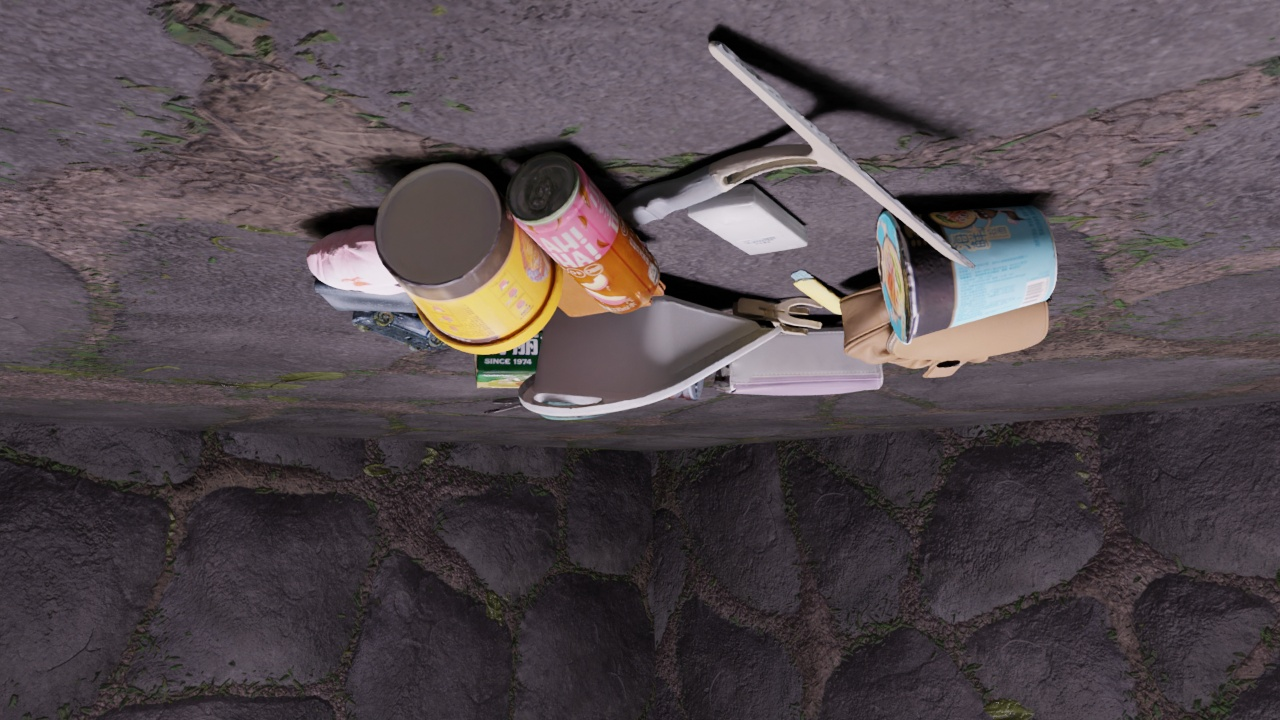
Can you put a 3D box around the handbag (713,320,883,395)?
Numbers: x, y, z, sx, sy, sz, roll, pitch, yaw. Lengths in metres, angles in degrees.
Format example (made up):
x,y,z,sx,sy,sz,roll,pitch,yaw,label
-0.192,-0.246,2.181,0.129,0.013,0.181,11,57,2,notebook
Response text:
x,y,z,sx,sy,sz,roll,pitch,yaw,label
0.202,0.001,1.206,0.197,0.098,0.145,-1,169,-5,handbag

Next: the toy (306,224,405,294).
x,y,z,sx,sy,sz,roll,pitch,yaw,label
-0.209,-0.085,0.798,0.121,0.054,0.159,-5,178,24,toy

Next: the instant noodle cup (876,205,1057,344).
x,y,z,sx,sy,sz,roll,pitch,yaw,label
0.265,-0.079,0.748,0.120,0.111,0.111,-11,170,5,instant noodle cup

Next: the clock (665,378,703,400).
x,y,z,sx,sy,sz,roll,pitch,yaw,label
0.055,0.017,1.339,0.055,0.082,0.121,2,179,19,clock

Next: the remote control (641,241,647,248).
x,y,z,sx,sy,sz,roll,pitch,yaw,label
-0.054,-0.090,0.856,0.055,0.020,0.136,6,166,-40,remote control

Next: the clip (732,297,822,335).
x,y,z,sx,sy,sz,roll,pitch,yaw,label
0.166,-0.057,1.056,0.104,0.035,0.089,14,168,-32,clip

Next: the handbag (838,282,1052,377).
x,y,z,sx,sy,sz,roll,pitch,yaw,label
0.320,-0.039,0.966,0.204,0.099,0.148,-4,168,-7,handbag

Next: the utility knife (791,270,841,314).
x,y,z,sx,sy,sz,roll,pitch,yaw,label
0.202,-0.072,1.011,0.031,0.019,0.175,-11,168,29,utility knife

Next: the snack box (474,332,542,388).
x,y,z,sx,sy,sz,roll,pitch,yaw,label
-0.110,0.001,1.278,0.240,0.063,0.115,1,170,-10,snack box

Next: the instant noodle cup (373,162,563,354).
x,y,z,sx,sy,sz,roll,pitch,yaw,label
-0.128,-0.076,0.670,0.118,0.118,0.114,-3,164,10,instant noodle cup

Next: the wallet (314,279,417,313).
x,y,z,sx,sy,sz,roll,pitch,yaw,label
-0.290,-0.068,0.988,0.097,0.019,0.121,2,172,-8,wallet

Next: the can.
x,y,z,sx,sy,sz,roll,pitch,yaw,label
-0.038,-0.088,0.668,0.058,0.057,0.147,-5,157,23,can

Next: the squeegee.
x,y,z,sx,sy,sz,roll,pitch,yaw,label
0.059,-0.122,0.627,0.246,0.039,0.247,29,161,-34,squeegee

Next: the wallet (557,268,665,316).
x,y,z,sx,sy,sz,roll,pitch,yaw,label
-0.051,-0.082,0.786,0.108,0.031,0.132,-7,152,27,wallet

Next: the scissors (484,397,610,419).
x,y,z,sx,sy,sz,roll,pitch,yaw,label
-0.081,0.034,1.023,0.175,0.019,0.176,-2,-161,30,scissors

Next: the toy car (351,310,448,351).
x,y,z,sx,sy,sz,roll,pitch,yaw,label
-0.285,-0.041,1.098,0.120,0.036,0.054,20,160,-40,toy car

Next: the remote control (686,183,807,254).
x,y,z,sx,sy,sz,roll,pitch,yaw,label
0.089,-0.112,0.741,0.056,0.019,0.135,-6,170,28,remote control

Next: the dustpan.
x,y,z,sx,sy,sz,roll,pitch,yaw,label
-0.006,0.006,1.022,0.223,0.142,0.257,3,172,38,dustpan
